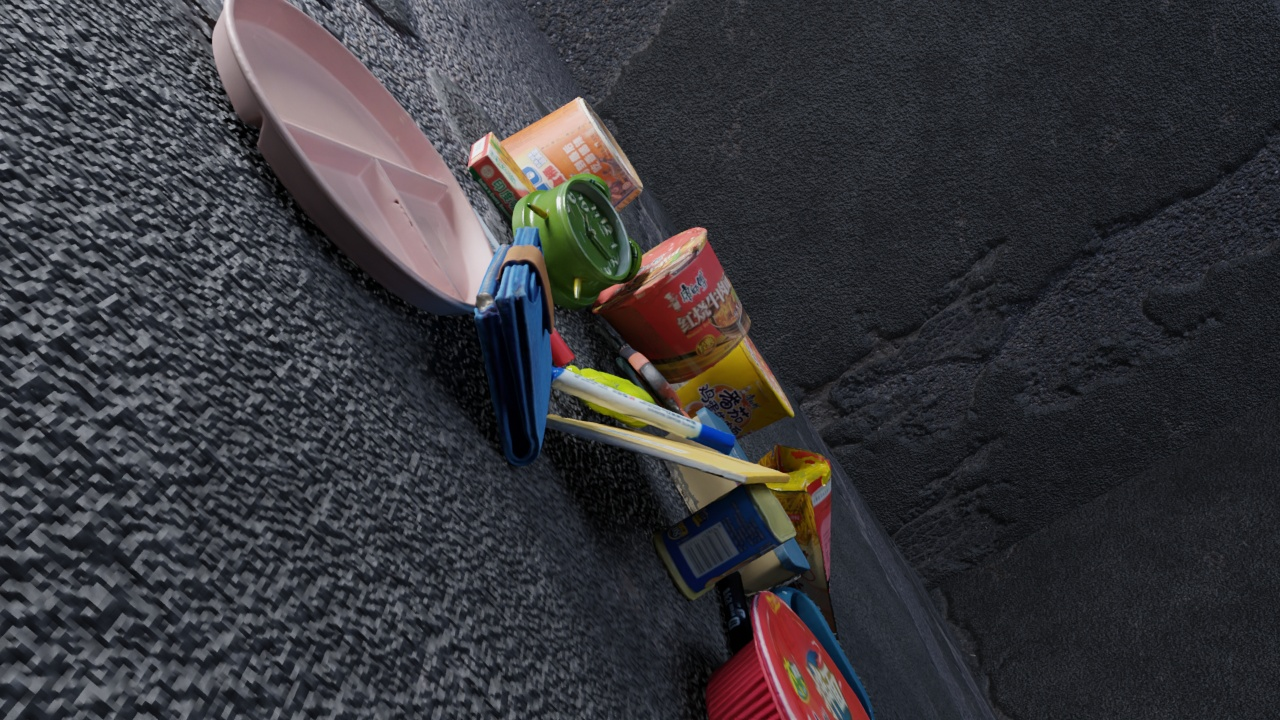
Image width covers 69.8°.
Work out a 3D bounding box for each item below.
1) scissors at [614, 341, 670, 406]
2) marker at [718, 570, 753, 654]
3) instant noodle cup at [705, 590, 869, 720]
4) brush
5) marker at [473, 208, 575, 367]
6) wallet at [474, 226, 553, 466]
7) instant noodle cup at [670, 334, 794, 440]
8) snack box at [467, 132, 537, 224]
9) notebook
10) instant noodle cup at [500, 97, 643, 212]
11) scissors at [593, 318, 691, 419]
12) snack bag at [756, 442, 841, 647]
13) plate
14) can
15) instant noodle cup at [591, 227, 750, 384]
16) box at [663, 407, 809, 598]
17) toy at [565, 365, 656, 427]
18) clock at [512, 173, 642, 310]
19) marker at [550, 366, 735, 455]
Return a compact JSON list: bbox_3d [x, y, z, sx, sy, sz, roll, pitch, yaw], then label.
[{"bbox_3d":[0.007,0.017,0.968,0.170,0.019,0.174,42,18,-57],"label":"scissors"},{"bbox_3d":[0.077,0.207,0.709,0.132,0.020,0.022,-95,167,-68],"label":"marker"},{"bbox_3d":[0.102,0.246,0.574,0.194,0.066,0.193,53,10,-15],"label":"instant noodle cup"},{"bbox_3d":[0.145,0.257,0.769,0.143,0.055,0.073,62,11,24],"label":"brush"},{"bbox_3d":[-0.097,-0.057,0.714,0.145,0.017,0.017,56,10,-3],"label":"marker"},{"bbox_3d":[-0.071,-0.015,0.553,0.133,0.040,0.106,-97,-176,-66],"label":"wallet"},{"bbox_3d":[0.098,0.035,1.075,0.138,0.110,0.138,53,11,-15],"label":"instant noodle cup"},{"bbox_3d":[-0.109,-0.144,0.896,0.156,0.027,0.077,51,13,-27],"label":"snack box"},{"bbox_3d":[0.025,0.065,0.659,0.146,0.010,0.206,15,-3,17],"label":"notebook"},{"bbox_3d":[-0.075,-0.204,0.998,0.151,0.111,0.151,54,10,-15],"label":"instant noodle cup"},{"bbox_3d":[0.000,0.012,0.832,0.182,0.015,0.209,52,-4,7],"label":"scissors"},{"bbox_3d":[0.169,0.195,0.950,0.128,0.073,0.208,-118,-165,-63],"label":"snack bag"},{"bbox_3d":[-0.166,-0.119,0.555,0.229,0.028,0.229,53,12,-17],"label":"plate"},{"bbox_3d":[0.067,0.134,0.701,0.057,0.083,0.102,59,11,14],"label":"can"},{"bbox_3d":[0.036,-0.050,0.920,0.108,0.138,0.137,53,11,-16],"label":"instant noodle cup"},{"bbox_3d":[0.082,0.128,0.853,0.184,0.063,0.089,63,11,22],"label":"box"},{"bbox_3d":[-0.021,0.030,0.735,0.100,0.031,0.097,27,7,-42],"label":"toy"},{"bbox_3d":[-0.053,-0.115,0.857,0.116,0.056,0.160,64,28,-8],"label":"clock"},{"bbox_3d":[0.000,0.037,0.674,0.146,0.017,0.017,22,16,-6],"label":"marker"}]
